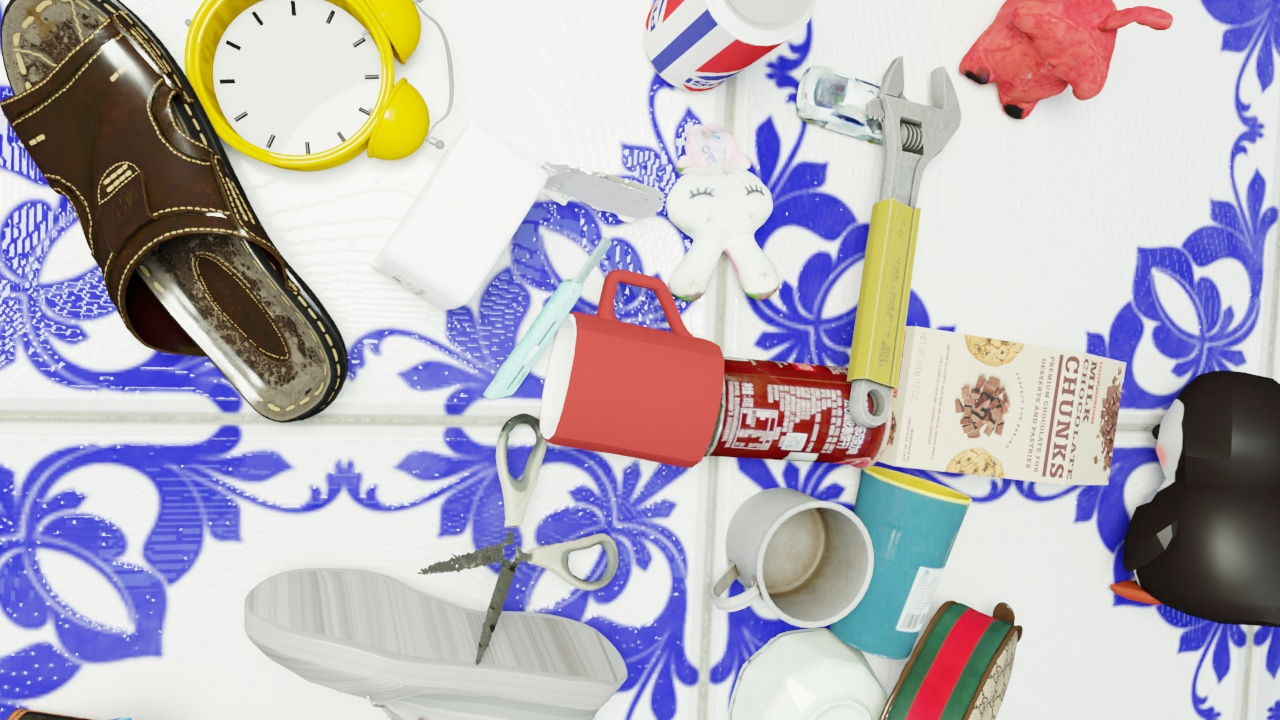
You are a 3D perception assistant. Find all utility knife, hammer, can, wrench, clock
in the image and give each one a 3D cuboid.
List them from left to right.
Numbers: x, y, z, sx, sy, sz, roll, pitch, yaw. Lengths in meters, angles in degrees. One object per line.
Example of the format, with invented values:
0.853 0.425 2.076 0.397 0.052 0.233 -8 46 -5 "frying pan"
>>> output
-0.213 0.249 0.550 0.314 0.138 0.034 10 54 -4 "hammer"
-0.189 -0.170 0.544 0.152 0.052 0.113 -5 95 -11 "clock"
-0.057 -0.026 0.569 0.022 0.015 0.141 0 137 -47 "utility knife"
0.050 -0.213 0.564 0.070 0.132 0.070 -1 93 -16 "can"
0.174 -0.086 0.621 0.083 0.018 0.273 18 74 -27 "wrench"

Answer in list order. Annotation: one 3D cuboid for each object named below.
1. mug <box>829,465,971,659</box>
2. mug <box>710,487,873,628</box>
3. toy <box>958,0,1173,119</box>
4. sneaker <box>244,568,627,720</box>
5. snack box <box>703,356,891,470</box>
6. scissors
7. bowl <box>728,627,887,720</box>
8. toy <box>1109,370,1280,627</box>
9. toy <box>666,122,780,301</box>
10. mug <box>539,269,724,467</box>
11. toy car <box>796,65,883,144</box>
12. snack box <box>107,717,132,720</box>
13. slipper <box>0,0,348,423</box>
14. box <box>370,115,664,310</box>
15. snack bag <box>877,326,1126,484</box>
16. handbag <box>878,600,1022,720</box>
0.180 0.144 0.654 0.078 0.078 0.121 14 94 -16 "mug"
0.094 0.137 0.629 0.113 0.070 0.084 -20 98 -14 "mug"
0.299 -0.238 0.639 0.088 0.133 0.094 38 74 -25 "toy"
-0.128 0.197 0.559 0.236 0.099 0.089 19 101 -22 "sneaker"
0.100 0.035 0.625 0.121 0.072 0.072 4 92 -15 "snack box"
-0.071 0.107 0.573 0.170 0.013 0.157 19 57 -48 "scissors"
0.127 0.256 0.651 0.117 0.061 0.117 -1 94 -15 "bowl"
0.451 0.100 0.689 0.159 0.140 0.184 1 92 -16 "toy"
0.053 -0.099 0.621 0.079 0.038 0.122 -8 93 -8 "toy"
-0.003 0.003 0.588 0.096 0.080 0.116 11 94 -16 "mug"
0.153 -0.180 0.649 0.089 0.027 0.038 11 88 -16 "toy car"
-0.281 0.262 0.510 0.088 0.033 0.154 -14 120 17 "snack box"
-0.259 -0.075 0.500 0.113 0.075 0.268 -25 106 16 "slipper"
-0.066 -0.085 0.558 0.132 0.107 0.151 35 79 -20 "box"
0.264 0.035 0.671 0.206 0.070 0.094 8 91 -16 "snack bag"
0.224 0.252 0.659 0.166 0.063 0.138 -50 141 -27 "handbag"
